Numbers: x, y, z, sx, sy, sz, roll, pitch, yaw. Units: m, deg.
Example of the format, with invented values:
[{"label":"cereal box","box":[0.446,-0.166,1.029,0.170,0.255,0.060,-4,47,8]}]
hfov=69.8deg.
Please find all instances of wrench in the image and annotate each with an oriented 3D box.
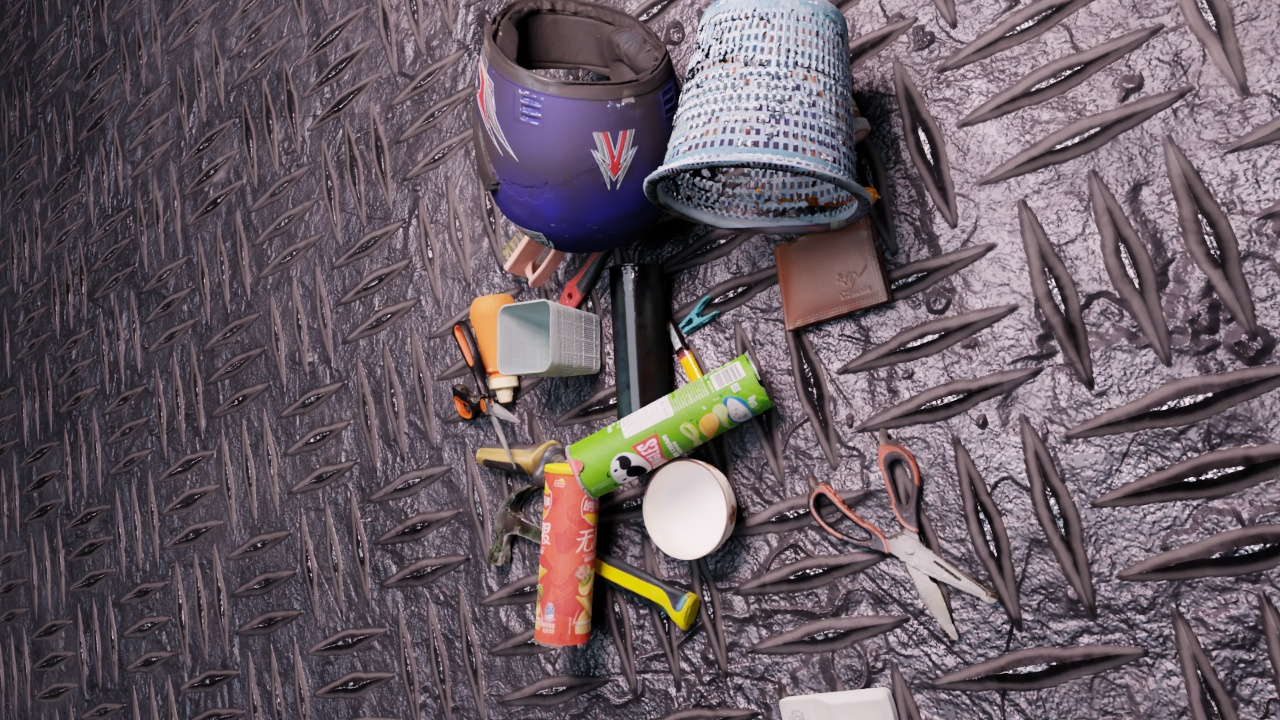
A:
[{"label":"wrench","box":[-0.034,-0.181,1.190,0.056,0.016,0.274,39,107,35]}]

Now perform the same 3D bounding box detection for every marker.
[{"label":"marker","box":[0.049,-0.018,1.118,0.018,0.015,0.123,-42,61,32]}]

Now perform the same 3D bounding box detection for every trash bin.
[{"label":"trash bin","box":[0.127,-0.251,0.926,0.227,0.226,0.195,2,82,35]}]

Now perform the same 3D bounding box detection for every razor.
[{"label":"razor","box":[-0.158,0.136,1.225,0.168,0.062,0.067,1,48,41]}]

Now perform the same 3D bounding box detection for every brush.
[{"label":"brush","box":[-0.120,-0.170,1.223,0.146,0.063,0.073,-52,56,17]}]

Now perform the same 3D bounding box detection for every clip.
[{"label":"clip","box":[0.069,-0.053,1.107,0.056,0.013,0.038,-38,65,24]}]

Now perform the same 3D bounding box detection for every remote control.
[{"label":"remote control","box":[0.207,0.374,0.962,0.125,0.024,0.049,-20,74,33]}]

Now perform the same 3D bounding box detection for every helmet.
[{"label":"helmet","box":[-0.077,-0.263,1.078,0.315,0.247,0.241,-116,24,-47]}]

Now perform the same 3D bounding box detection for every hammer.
[{"label":"hammer","box":[-0.064,0.250,1.160,0.324,0.031,0.126,17,96,35]}]

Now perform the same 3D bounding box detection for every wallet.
[{"label":"wallet","box":[0.207,-0.094,1.004,0.125,0.032,0.101,-17,78,33]}]

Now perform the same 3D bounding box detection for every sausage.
[{"label":"sausage","box":[0.191,-0.184,1.028,0.165,0.021,0.021,7,89,36]}]

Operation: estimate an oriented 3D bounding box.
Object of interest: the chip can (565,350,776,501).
[{"label":"chip can","box":[0.033,0.074,1.035,0.236,0.072,0.072,-28,68,6]}]

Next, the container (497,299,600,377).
[{"label":"container","box":[-0.112,-0.023,1.172,0.090,0.111,0.090,-5,82,36]}]

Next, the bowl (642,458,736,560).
[{"label":"bowl","box":[0.066,0.170,1.057,0.114,0.062,0.113,-4,84,36]}]

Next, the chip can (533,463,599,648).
[{"label":"chip can","box":[-0.089,0.234,1.116,0.073,0.073,0.216,4,89,35]}]

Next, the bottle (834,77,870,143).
[{"label":"bottle","box":[0.195,-0.331,1.019,0.060,0.059,0.206,-33,71,28]}]

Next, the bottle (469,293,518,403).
[{"label":"bottle","box":[-0.195,-0.015,1.264,0.067,0.066,0.149,-9,88,34]}]

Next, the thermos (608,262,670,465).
[{"label":"thermos","box":[-0.007,0.007,1.120,0.090,0.068,0.242,-5,86,57]}]

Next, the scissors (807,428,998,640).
[{"label":"scissors","box":[0.263,0.177,0.946,0.189,0.015,0.226,-9,80,34]}]

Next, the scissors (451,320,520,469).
[{"label":"scissors","box":[-0.213,0.049,1.242,0.229,0.021,0.221,-31,75,60]}]
